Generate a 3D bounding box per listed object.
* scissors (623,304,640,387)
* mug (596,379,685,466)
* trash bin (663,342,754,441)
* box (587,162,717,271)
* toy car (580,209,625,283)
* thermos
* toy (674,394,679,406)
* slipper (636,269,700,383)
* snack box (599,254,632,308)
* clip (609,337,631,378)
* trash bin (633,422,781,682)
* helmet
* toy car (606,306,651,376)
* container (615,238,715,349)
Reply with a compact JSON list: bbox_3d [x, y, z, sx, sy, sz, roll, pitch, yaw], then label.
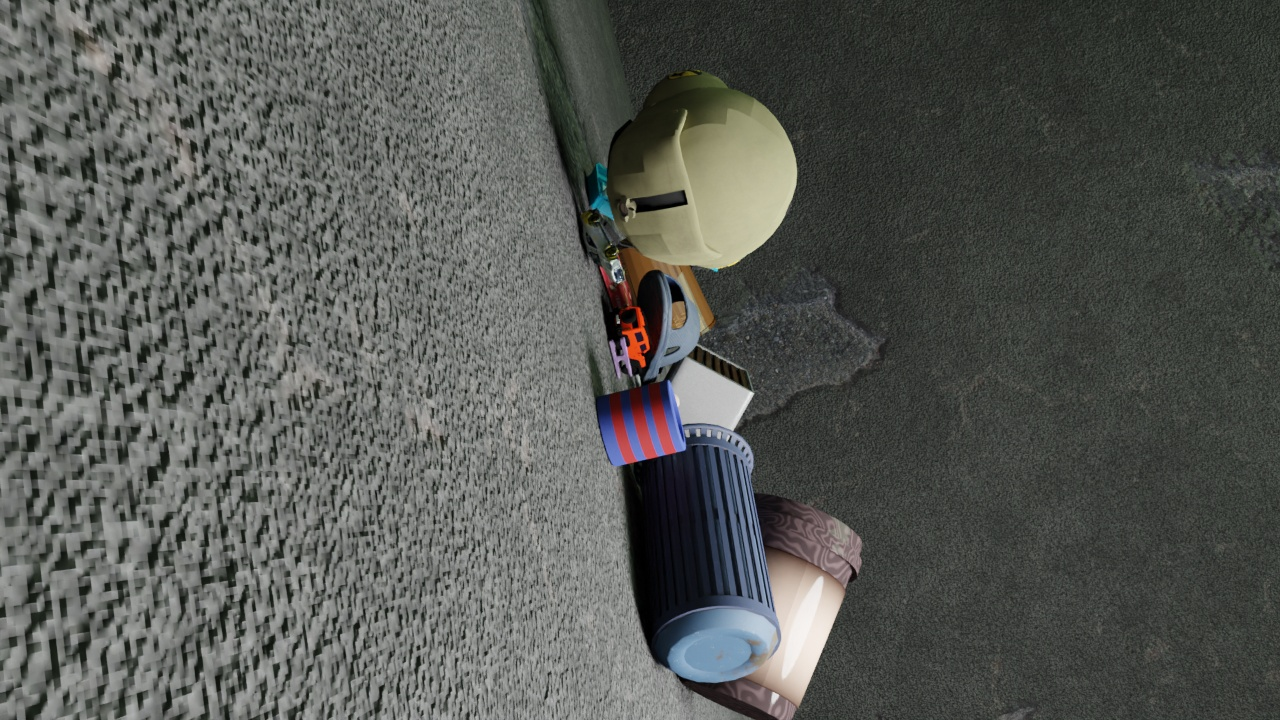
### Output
[{"bbox_3d":[-0.008,0.009,1.260,0.090,0.014,0.172,-97,178,-62],"label":"scissors"},{"bbox_3d":[0.005,0.072,0.965,0.112,0.076,0.075,64,13,-63],"label":"mug"},{"bbox_3d":[0.092,0.054,1.418,0.114,0.114,0.228,-62,180,9],"label":"trash bin"},{"bbox_3d":[0.039,-0.205,1.329,0.083,0.227,0.172,-65,-156,2],"label":"box"},{"bbox_3d":[-0.049,-0.138,1.128,0.048,0.033,0.105,75,-11,-54],"label":"toy car"},{"bbox_3d":[0.149,0.294,1.077,0.225,0.173,0.173,-65,157,-23],"label":"thermos"},{"bbox_3d":[0.029,0.102,1.208,0.105,0.067,0.137,18,51,-52],"label":"toy"},{"bbox_3d":[0.041,-0.040,1.279,0.264,0.082,0.101,103,-24,-66],"label":"slipper"},{"bbox_3d":[-0.036,-0.117,1.285,0.089,0.021,0.133,-97,171,-46],"label":"snack box"},{"bbox_3d":[-0.021,-0.004,1.140,0.053,0.037,0.013,62,7,-9],"label":"clip"},{"bbox_3d":[0.068,0.203,0.976,0.249,0.139,0.139,-95,169,-49],"label":"trash bin"},{"bbox_3d":[0.061,-0.223,1.131,0.232,0.256,0.250,-92,167,-71],"label":"helmet"},{"bbox_3d":[-0.011,-0.027,1.185,0.100,0.049,0.051,69,9,-52],"label":"toy car"},{"bbox_3d":[0.030,-0.117,1.452,0.132,0.132,0.167,-86,155,-71],"label":"container"}]
